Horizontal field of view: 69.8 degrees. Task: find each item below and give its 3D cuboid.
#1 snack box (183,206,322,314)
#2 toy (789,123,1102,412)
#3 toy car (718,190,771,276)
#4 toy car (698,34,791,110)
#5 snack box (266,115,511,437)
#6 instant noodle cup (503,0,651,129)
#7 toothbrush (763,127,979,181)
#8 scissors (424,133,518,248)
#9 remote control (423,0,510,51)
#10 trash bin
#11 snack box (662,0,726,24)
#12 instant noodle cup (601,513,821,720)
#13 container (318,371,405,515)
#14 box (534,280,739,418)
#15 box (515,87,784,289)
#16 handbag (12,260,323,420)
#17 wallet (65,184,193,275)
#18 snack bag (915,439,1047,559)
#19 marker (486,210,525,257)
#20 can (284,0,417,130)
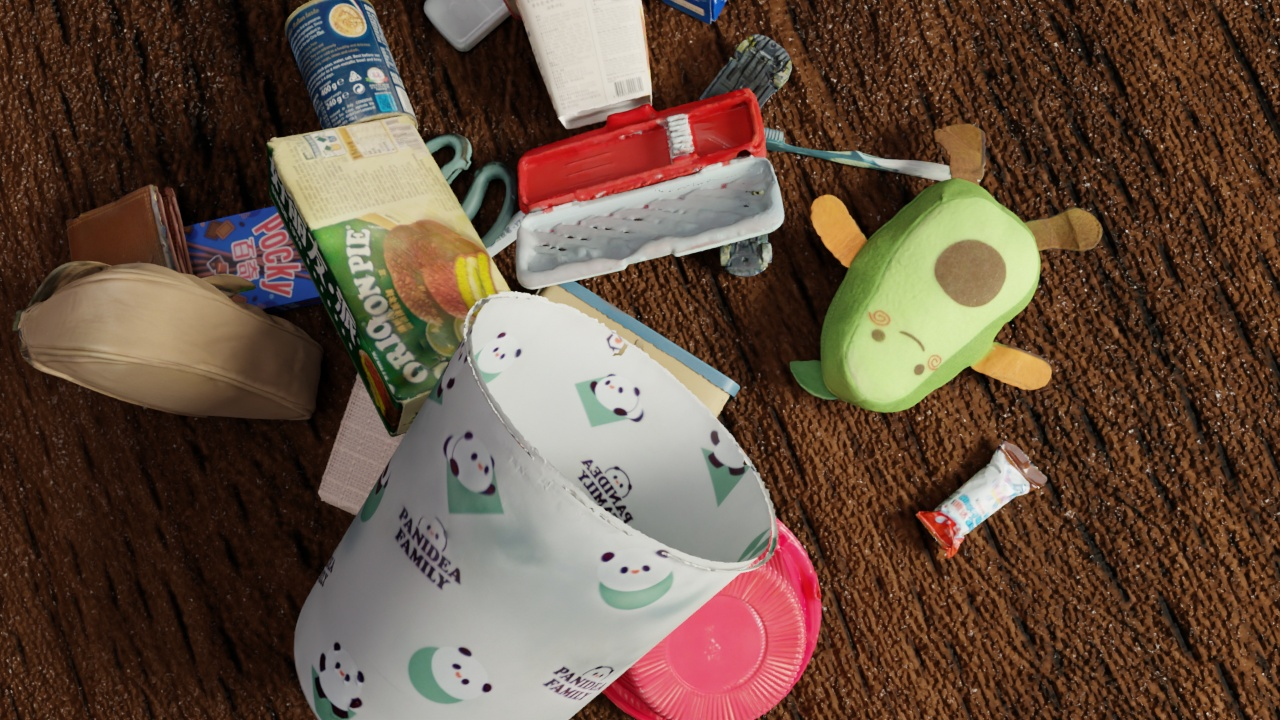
[{"bbox_3d":[-0.315,-0.083,0.771,0.157,0.026,0.084,-12,85,3],"label":"snack box"},{"bbox_3d":[0.227,-0.058,0.703,0.227,0.090,0.246,38,89,3],"label":"toy"},{"bbox_3d":[0.082,-0.112,0.746,0.043,0.034,0.090,-5,87,0],"label":"toy car"},{"bbox_3d":[0.079,-0.215,0.754,0.049,0.031,0.106,40,99,7],"label":"toy car"},{"bbox_3d":[-0.179,-0.070,0.682,0.114,0.063,0.240,-21,69,-30],"label":"snack box"},{"bbox_3d":[-0.042,-0.258,0.733,0.117,0.116,0.124,-13,96,3],"label":"instant noodle cup"},{"bbox_3d":[0.183,-0.168,0.754,0.192,0.016,0.018,11,75,5],"label":"toothbrush"},{"bbox_3d":[-0.167,-0.099,0.757,0.139,0.019,0.180,24,84,17],"label":"scissors"},{"bbox_3d":[-0.120,-0.324,0.783,0.136,0.020,0.056,-42,85,-1],"label":"remote control"},{"bbox_3d":[-0.080,0.124,0.593,0.229,0.229,0.252,42,111,6],"label":"trash bin"},{"bbox_3d":[0.086,-0.387,0.757,0.058,0.057,0.207,28,88,8],"label":"snack box"},{"bbox_3d":[0.050,0.201,0.684,0.194,0.066,0.194,-1,96,-7],"label":"instant noodle cup"},{"bbox_3d":[-0.187,0.068,0.721,0.090,0.090,0.111,22,90,5],"label":"container"},{"bbox_3d":[-0.004,0.004,0.715,0.184,0.090,0.059,30,86,3],"label":"box"},{"bbox_3d":[0.001,-0.130,0.701,0.201,0.038,0.157,-13,55,10],"label":"box"},{"bbox_3d":[-0.338,-0.012,0.683,0.148,0.204,0.099,0,73,16],"label":"handbag"},{"bbox_3d":[-0.426,-0.080,0.761,0.125,0.032,0.101,-13,88,24],"label":"wallet"},{"bbox_3d":[0.264,0.109,0.719,0.105,0.026,0.045,-39,81,-2],"label":"snack bag"},{"bbox_3d":[-0.122,-0.096,0.766,0.131,0.018,0.022,-36,93,1],"label":"marker"},{"bbox_3d":[-0.237,-0.230,0.755,0.075,0.075,0.111,-22,84,1],"label":"can"}]
